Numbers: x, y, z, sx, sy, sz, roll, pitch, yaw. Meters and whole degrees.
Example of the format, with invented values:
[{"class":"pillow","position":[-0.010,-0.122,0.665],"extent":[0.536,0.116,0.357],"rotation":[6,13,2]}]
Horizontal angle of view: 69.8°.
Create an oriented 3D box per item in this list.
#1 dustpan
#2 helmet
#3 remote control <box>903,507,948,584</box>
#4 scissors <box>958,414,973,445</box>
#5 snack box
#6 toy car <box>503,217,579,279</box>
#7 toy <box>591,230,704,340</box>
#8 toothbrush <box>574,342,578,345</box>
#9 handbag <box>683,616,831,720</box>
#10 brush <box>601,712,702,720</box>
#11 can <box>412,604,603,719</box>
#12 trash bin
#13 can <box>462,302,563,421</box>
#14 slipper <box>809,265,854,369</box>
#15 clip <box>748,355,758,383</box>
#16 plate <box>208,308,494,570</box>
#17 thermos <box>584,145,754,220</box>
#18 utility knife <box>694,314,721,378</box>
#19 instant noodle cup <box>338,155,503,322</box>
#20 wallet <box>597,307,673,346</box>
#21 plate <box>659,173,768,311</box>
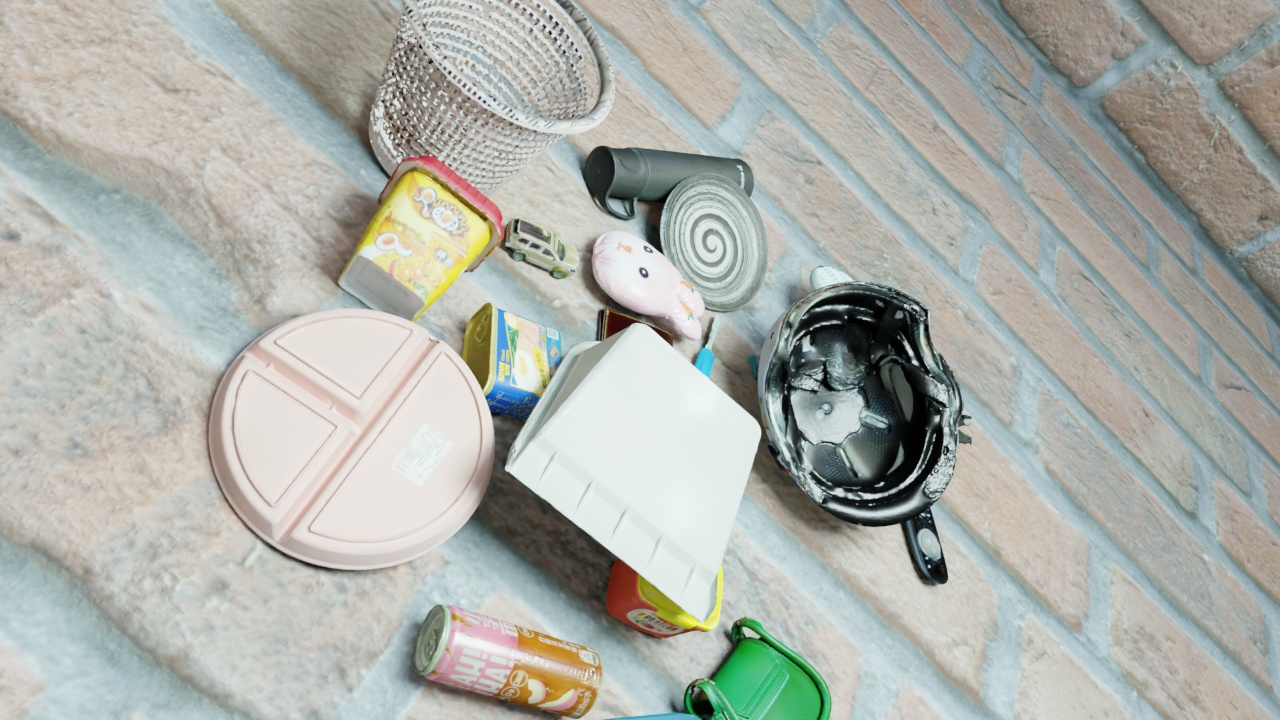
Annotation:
[{"class":"dustpan","position":[-0.005,0.085,0.867],"extent":[0.222,0.143,0.257],"rotation":[41,56,-12]},{"class":"helmet","position":[0.238,0.048,1.075],"extent":[0.230,0.157,0.274],"rotation":[-18,92,-10]},{"class":"remote control","position":[0.356,0.219,1.166],"extent":[0.053,0.024,0.136],"rotation":[15,55,-35]},{"class":"scissors","position":[0.348,0.060,1.143],"extent":[0.015,0.203,0.204],"rotation":[-1,55,-13]},{"class":"snack box","position":[0.020,0.209,0.846],"extent":[0.091,0.080,0.081],"rotation":[30,47,-21]},{"class":"toy car","position":[-0.105,-0.123,1.002],"extent":[0.090,0.035,0.042],"rotation":[24,50,-29]},{"class":"toy","position":[0.012,-0.088,1.061],"extent":[0.159,0.054,0.121],"rotation":[33,35,-19]},{"class":"toothbrush","position":[-0.063,0.063,0.924],"extent":[0.016,0.016,0.189],"rotation":[25,48,-32]},{"class":"handbag","position":[0.107,0.317,0.855],"extent":[0.120,0.068,0.131],"rotation":[51,42,1]},{"class":"brush","position":[0.007,0.324,0.762],"extent":[0.143,0.074,0.055],"rotation":[11,62,-35]},{"class":"can","position":[-0.103,0.242,0.735],"extent":[0.147,0.058,0.057],"rotation":[26,48,-25]},{"class":"trash bin","position":[-0.170,-0.266,0.925],"extent":[0.227,0.193,0.227],"rotation":[21,51,-29]},{"class":"can","position":[-0.122,0.005,0.884],"extent":[0.083,0.057,0.102],"rotation":[20,51,-33]},{"class":"slipper","position":[0.265,-0.004,1.211],"extent":[0.103,0.074,0.245],"rotation":[-1,79,-42]},{"class":"clip","position":[0.152,0.019,1.138],"extent":[0.038,0.013,0.055],"rotation":[9,57,-35]},{"class":"plate","position":[-0.227,0.055,0.751],"extent":[0.229,0.028,0.229],"rotation":[13,59,-23]},{"class":"thermos","position":[0.040,-0.224,1.181],"extent":[0.242,0.069,0.090],"rotation":[-6,98,-40]},{"class":"utility knife","position":[0.071,0.014,1.067],"extent":[0.215,0.018,0.034],"rotation":[-67,144,-46]},{"class":"instant noodle cup","position":[-0.208,-0.105,0.854],"extent":[0.116,0.116,0.123],"rotation":[38,56,-15]},{"class":"wallet","position":[-0.006,0.006,1.009],"extent":[0.096,0.020,0.122],"rotation":[21,51,-24]},{"class":"plate","position":[0.091,-0.149,1.167],"extent":[0.179,0.024,0.179],"rotation":[6,81,-37]}]
